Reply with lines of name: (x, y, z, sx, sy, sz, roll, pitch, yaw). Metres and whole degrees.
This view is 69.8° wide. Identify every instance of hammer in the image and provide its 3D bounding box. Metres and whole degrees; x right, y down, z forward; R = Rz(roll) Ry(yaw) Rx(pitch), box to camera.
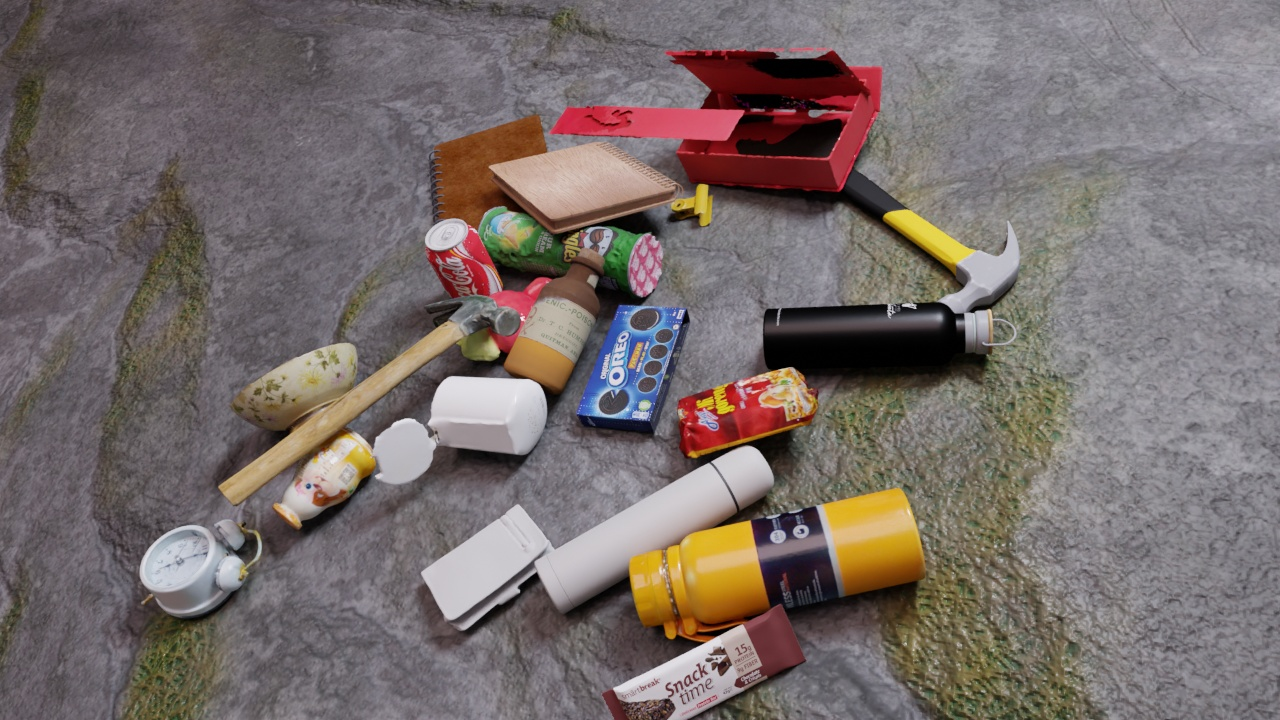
hammer: (0.279, -0.162, 1.012, 0.127, 0.029, 0.323, -32, 48, -10)
hammer: (-0.282, 0.034, 0.945, 0.329, 0.033, 0.132, -39, 35, -23)

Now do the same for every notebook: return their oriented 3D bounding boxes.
notebook: (-0.200, -0.239, 1.231, 0.167, 0.024, 0.225, -17, 48, 2)
notebook: (-0.071, -0.217, 1.119, 0.168, 0.022, 0.210, -19, 35, -21)

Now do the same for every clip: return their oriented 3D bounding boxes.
clip: (0.062, -0.187, 1.101, 0.049, 0.044, 0.053, 11, 53, -5)

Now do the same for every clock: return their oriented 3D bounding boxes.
clock: (-0.434, 0.204, 0.915, 0.117, 0.057, 0.083, -20, 48, -9)

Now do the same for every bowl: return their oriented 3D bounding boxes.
bowl: (-0.362, 0.044, 0.999, 0.145, 0.145, 0.063, -31, 86, -9)

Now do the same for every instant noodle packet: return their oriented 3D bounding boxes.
instant noodle packet: (0.099, 0.047, 0.864, 0.135, 0.040, 0.098, -16, 19, 6)

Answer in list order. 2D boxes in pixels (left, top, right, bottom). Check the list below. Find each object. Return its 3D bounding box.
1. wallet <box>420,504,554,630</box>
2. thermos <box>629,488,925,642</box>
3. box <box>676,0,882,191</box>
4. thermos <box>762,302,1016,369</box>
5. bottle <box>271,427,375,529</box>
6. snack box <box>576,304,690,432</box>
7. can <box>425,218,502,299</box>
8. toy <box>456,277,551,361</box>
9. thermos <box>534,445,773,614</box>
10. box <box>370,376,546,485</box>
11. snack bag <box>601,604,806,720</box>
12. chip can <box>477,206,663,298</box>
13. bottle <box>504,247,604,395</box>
wallet: (-0.139, 0.191, 0.850, 0.116, 0.032, 0.086, -35, 39, -9)
thermos: (0.110, 0.173, 0.752, 0.233, 0.076, 0.091, -14, 51, 6)
box: (0.204, -0.451, 1.107, 0.216, 0.141, 0.510, 13, 81, 35)
thermos: (0.238, -0.024, 0.885, 0.232, 0.061, 0.061, -1, 51, 17)
bottle: (-0.326, 0.121, 0.942, 0.063, 0.063, 0.108, 25, 61, 33)
snack box: (-0.006, 0.006, 0.961, 0.082, 0.027, 0.149, 4, 53, 21)
can: (-0.206, -0.109, 1.069, 0.064, 0.105, 0.064, -9, 49, 10)
toy: (-0.148, -0.047, 1.038, 0.135, 0.045, 0.091, -32, 51, -2)
thermos: (0.015, 0.147, 0.819, 0.224, 0.052, 0.052, -29, 49, -7)
box: (-0.179, 0.072, 0.915, 0.138, 0.083, 0.142, 4, 40, 22)
snack bag: (0.051, 0.250, 0.725, 0.158, 0.057, 0.013, -25, 13, -4)
chip can: (-0.087, -0.129, 1.069, 0.223, 0.075, 0.075, 15, 57, 28)
bottle: (-0.082, -0.046, 0.975, 0.068, 0.068, 0.156, 18, 76, 29)
